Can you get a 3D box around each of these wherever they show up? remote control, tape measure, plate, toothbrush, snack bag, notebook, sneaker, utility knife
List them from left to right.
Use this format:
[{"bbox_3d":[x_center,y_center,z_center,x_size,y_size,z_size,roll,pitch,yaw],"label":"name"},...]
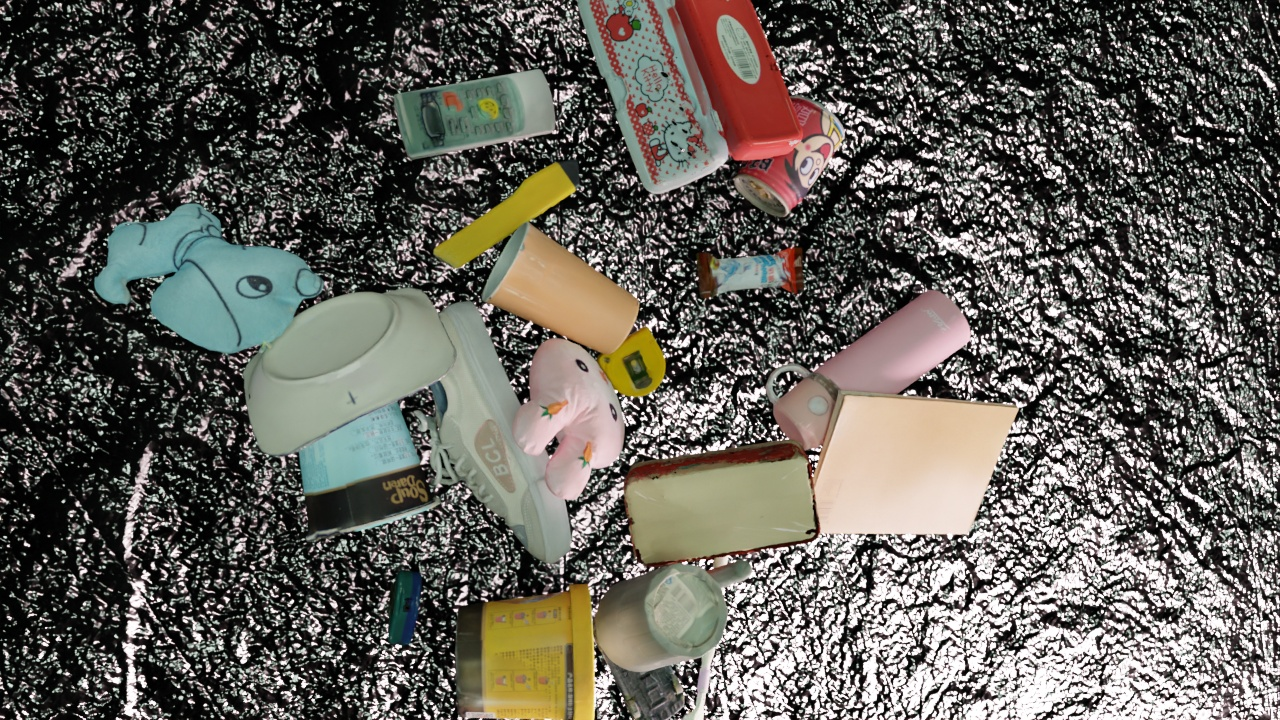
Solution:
[{"bbox_3d":[-0.236,-0.008,0.721,0.164,0.163,0.034,-27,129,-12],"label":"plate"},{"bbox_3d":[-0.206,0.210,0.795,0.025,0.054,0.058,9,123,-18],"label":"tape measure"},{"bbox_3d":[-0.143,-0.216,0.802,0.135,0.019,0.056,-14,97,-13],"label":"remote control"},{"bbox_3d":[-0.139,0.075,0.784,0.090,0.090,0.242,-26,97,-20],"label":"sneaker"},{"bbox_3d":[-0.116,-0.132,0.816,0.153,0.015,0.033,-35,95,-9],"label":"utility knife"},{"bbox_3d":[-0.005,0.005,0.846,0.060,0.029,0.057,-32,101,-10],"label":"tape measure"},{"bbox_3d":[0.065,0.263,0.887,0.029,0.020,0.189,9,90,-45],"label":"toothbrush"},{"bbox_3d":[0.105,-0.083,0.871,0.104,0.026,0.048,-2,82,-15],"label":"snack bag"},{"bbox_3d":[0.261,0.105,0.893,0.211,0.012,0.150,5,111,-23],"label":"notebook"}]

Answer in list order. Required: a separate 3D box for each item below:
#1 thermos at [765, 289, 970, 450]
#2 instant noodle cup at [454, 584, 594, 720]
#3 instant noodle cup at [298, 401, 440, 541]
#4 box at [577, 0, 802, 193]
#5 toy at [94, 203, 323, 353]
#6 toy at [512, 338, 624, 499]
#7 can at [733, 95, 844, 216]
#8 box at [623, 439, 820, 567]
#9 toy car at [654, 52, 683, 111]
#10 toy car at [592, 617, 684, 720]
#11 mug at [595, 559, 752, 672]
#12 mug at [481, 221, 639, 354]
[{"bbox_3d":[0.215,0.004,0.889,0.198,0.067,0.087,-33,73,-9],"label":"thermos"},{"bbox_3d":[-0.100,0.258,0.797,0.114,0.118,0.118,-2,94,-7],"label":"instant noodle cup"},{"bbox_3d":[-0.234,0.076,0.760,0.111,0.111,0.120,-14,88,-13],"label":"instant noodle cup"},{"bbox_3d":[0.044,-0.258,0.802,0.159,0.065,0.201,-19,82,-9],"label":"box"},{"bbox_3d":[-0.341,-0.062,0.728,0.161,0.050,0.156,-20,71,-17],"label":"toy"},{"bbox_3d":[-0.058,0.048,0.777,0.054,0.159,0.121,-26,110,23],"label":"toy"},{"bbox_3d":[0.137,-0.188,0.851,0.066,0.066,0.093,37,84,-14],"label":"can"},{"bbox_3d":[0.072,0.128,0.825,0.168,0.077,0.091,-10,96,4],"label":"box"},{"bbox_3d":[0.045,-0.240,0.843,0.105,0.032,0.048,46,76,-1],"label":"toy car"},{"bbox_3d":[-0.004,0.283,0.862,0.054,0.037,0.120,-26,90,-14],"label":"toy car"},{"bbox_3d":[0.033,0.217,0.814,0.123,0.104,0.083,-27,82,-32],"label":"mug"},{"bbox_3d":[-0.067,-0.057,0.806,0.122,0.078,0.078,29,86,-20],"label":"mug"}]
